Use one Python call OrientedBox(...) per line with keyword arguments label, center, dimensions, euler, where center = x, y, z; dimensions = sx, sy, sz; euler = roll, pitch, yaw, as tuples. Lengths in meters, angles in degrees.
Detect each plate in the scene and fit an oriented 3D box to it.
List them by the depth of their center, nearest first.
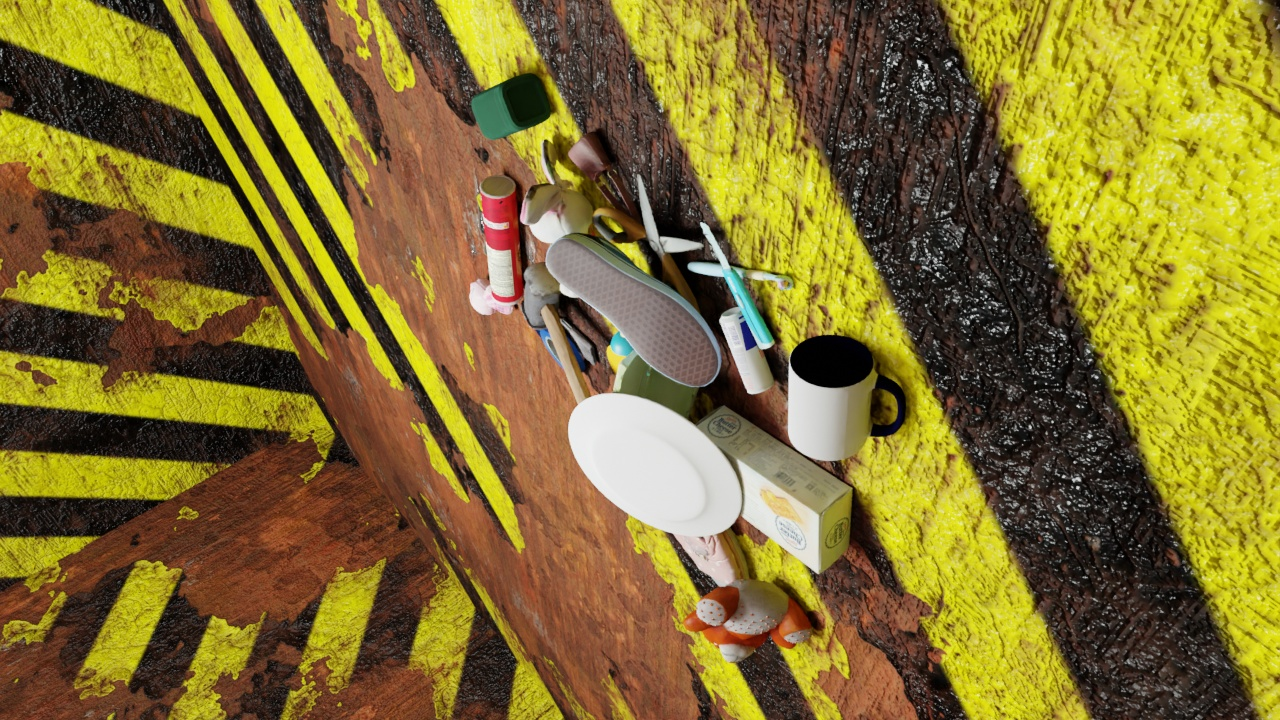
OrientedBox(label="plate", center=(0.011, 0.138, 1.141), dimensions=(0.243, 0.016, 0.243), euler=(21, 138, 20))

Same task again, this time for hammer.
OrientedBox(label="hammer", center=(-0.096, 0.011, 1.279), dimensions=(0.098, 0.052, 0.328), euler=(107, 144, -56))

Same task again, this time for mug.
OrientedBox(label="mug", center=(0.199, 0.039, 0.888), dimensions=(0.112, 0.078, 0.097), euler=(11, 133, 20))

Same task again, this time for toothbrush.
OrientedBox(label="toothbrush", center=(0.101, -0.091, 0.970), dimensions=(0.022, 0.016, 0.155), euler=(29, 173, -38))

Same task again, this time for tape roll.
OrientedBox(label="tape roll", center=(-0.119, -0.015, 1.405), dimensions=(0.091, 0.016, 0.093), euler=(58, 162, -21))

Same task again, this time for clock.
OrientedBox(label="clock", center=(-0.007, 0.007, 1.234), dimensions=(0.099, 0.043, 0.130), euler=(57, 161, 3))

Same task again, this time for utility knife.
OrientedBox(label="utility knife", center=(0.099, -0.077, 0.957), dimensions=(0.022, 0.015, 0.162), euler=(2, 131, 52))

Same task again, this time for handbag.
OrientedBox(label="handbag", center=(-0.037, -0.207, 1.076), dimensions=(0.119, 0.029, 0.055), euler=(55, 156, -5))

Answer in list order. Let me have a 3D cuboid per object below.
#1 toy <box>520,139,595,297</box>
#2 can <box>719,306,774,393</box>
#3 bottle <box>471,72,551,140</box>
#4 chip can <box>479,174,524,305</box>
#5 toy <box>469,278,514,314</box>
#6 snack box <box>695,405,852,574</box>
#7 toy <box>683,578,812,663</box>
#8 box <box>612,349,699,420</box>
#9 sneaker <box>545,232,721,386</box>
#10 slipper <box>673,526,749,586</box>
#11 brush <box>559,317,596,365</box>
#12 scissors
OrientedBox(label="toy", center=(-0.096, -0.165, 1.145), dimensions=(0.084, 0.158, 0.194), euler=(-7, 133, 13))
OrientedBox(label="can", center=(0.117, -0.011, 1.009), dimensions=(0.032, 0.032, 0.095), euler=(7, 124, 58))
OrientedBox(label="bottle", center=(-0.170, -0.312, 1.145), dimensions=(0.131, 0.061, 0.061), euler=(7, 122, 58))
OrientedBox(label="chip can", center=(-0.204, -0.175, 1.362), dimensions=(0.052, 0.051, 0.215), euler=(43, 149, 28))
OrientedBox(label="toy", center=(-0.254, -0.104, 1.530), dimensions=(0.110, 0.047, 0.063), euler=(8, 134, 53))
OrientedBox(label="snack box", center=(0.154, 0.150, 1.092), dimensions=(0.208, 0.057, 0.104), euler=(34, 145, 40))
OrientedBox(label="toy", center=(0.141, 0.367, 1.281), dimensions=(0.173, 0.163, 0.092), euler=(114, 164, -59))
OrientedBox(label="box", center=(0.012, 0.045, 1.157), dimensions=(0.188, 0.127, 0.066), euler=(102, 153, -47))
OrientedBox(label="sneaker", center=(0.005, -0.070, 1.072), dimensions=(0.241, 0.098, 0.084), euler=(39, 113, 4))
OrientedBox(label="slipper", center=(0.081, 0.234, 1.308), dimensions=(0.114, 0.054, 0.274), euler=(10, 128, 57))
OrientedBox(label="brush", center=(-0.115, -0.048, 1.389), dimensions=(0.151, 0.012, 0.039), euler=(43, 150, 30))
OrientedBox(label="scissors", center=(0.018, -0.120, 1.053), dimensions=(0.225, 0.016, 0.230), euler=(21, 144, 57))
